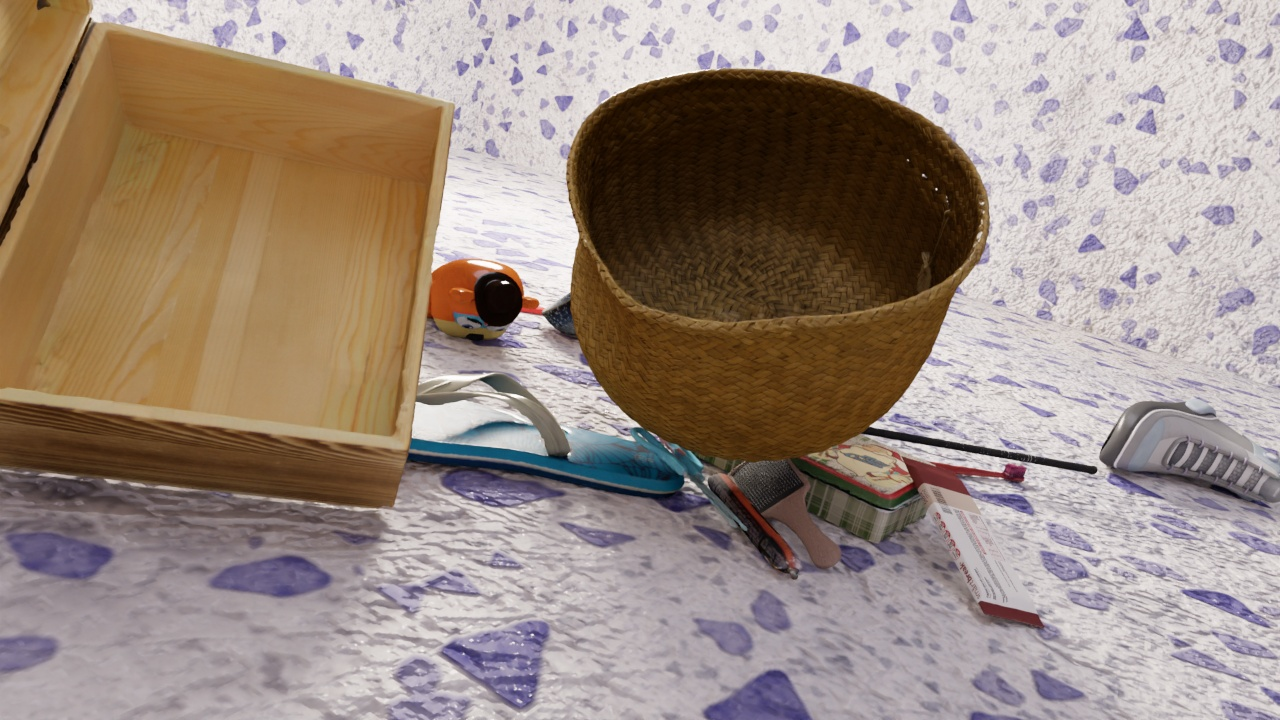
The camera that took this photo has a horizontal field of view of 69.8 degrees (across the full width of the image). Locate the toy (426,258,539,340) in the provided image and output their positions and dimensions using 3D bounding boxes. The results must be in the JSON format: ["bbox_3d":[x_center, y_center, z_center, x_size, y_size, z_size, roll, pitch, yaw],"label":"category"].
[{"bbox_3d":[-0.180,-0.069,0.990,0.112,0.096,0.176,6,-11,-29],"label":"toy"}]

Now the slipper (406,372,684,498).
[{"bbox_3d":[-0.103,0.044,0.699,0.294,0.060,0.118,13,10,-12],"label":"slipper"}]

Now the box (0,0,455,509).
[{"bbox_3d":[-0.242,-0.122,0.474,0.286,0.337,0.278,8,60,-15],"label":"box"}]

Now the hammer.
[{"bbox_3d":[0.313,0.087,0.928,0.324,0.015,0.095,10,-11,-12],"label":"hammer"}]

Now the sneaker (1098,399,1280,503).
[{"bbox_3d":[0.679,0.121,1.105,0.256,0.093,0.160,0,28,-40],"label":"sneaker"}]

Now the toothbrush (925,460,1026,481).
[{"bbox_3d":[0.319,0.108,0.935,0.189,0.016,0.016,8,13,-22],"label":"toothbrush"}]

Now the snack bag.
[{"bbox_3d":[0.246,0.132,0.690,0.057,0.013,0.157,16,32,-20],"label":"snack bag"}]

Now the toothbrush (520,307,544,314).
[{"bbox_3d":[-0.153,-0.073,1.173,0.212,0.018,0.012,8,16,-22],"label":"toothbrush"}]

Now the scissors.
[{"bbox_3d":[0.035,0.085,0.690,0.076,0.015,0.141,29,6,-31],"label":"scissors"}]

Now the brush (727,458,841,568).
[{"bbox_3d":[0.110,0.108,0.692,0.050,0.015,0.135,-33,34,-2],"label":"brush"}]

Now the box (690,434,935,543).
[{"bbox_3d":[0.144,0.085,0.798,0.206,0.051,0.117,23,16,35],"label":"box"}]

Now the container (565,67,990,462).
[{"bbox_3d":[0.094,-0.072,0.728,0.307,0.197,0.306,-1,51,2],"label":"container"}]

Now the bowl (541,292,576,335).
[{"bbox_3d":[-0.056,-0.063,1.111,0.114,0.061,0.114,-31,9,5],"label":"bowl"}]

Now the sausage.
[{"bbox_3d":[0.080,0.117,0.675,0.020,0.020,0.155,8,15,-20],"label":"sausage"}]
